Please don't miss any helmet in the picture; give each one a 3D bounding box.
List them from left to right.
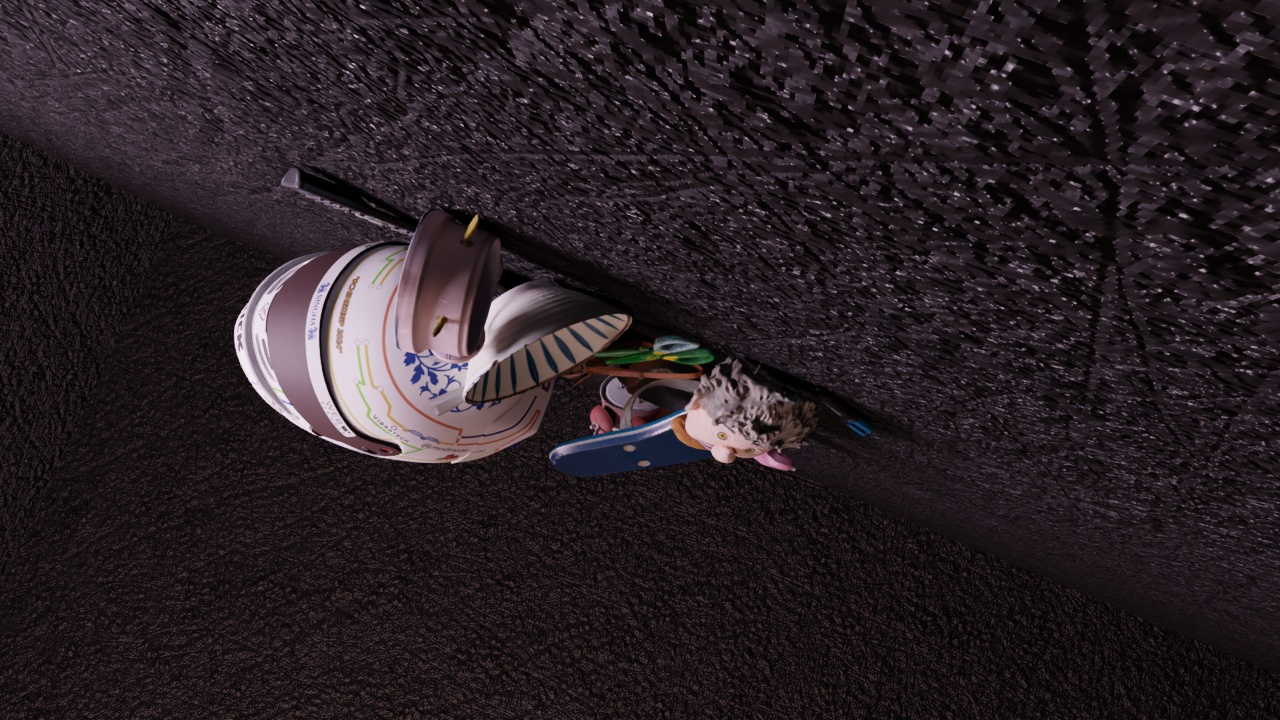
[{"bbox_3d":[-0.247,-0.010,0.987,0.314,0.230,0.237,22,157,-38],"label":"helmet"}]

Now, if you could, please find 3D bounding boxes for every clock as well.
[{"bbox_3d":[-0.154,-0.056,0.758,0.059,0.116,0.158,14,173,-1],"label":"clock"},{"bbox_3d":[-0.009,0.063,1.257,0.110,0.156,0.062,13,128,25],"label":"clock"}]

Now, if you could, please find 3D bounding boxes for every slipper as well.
[{"bbox_3d":[0.035,0.071,1.030,0.295,0.060,0.118,-16,145,20],"label":"slipper"}]

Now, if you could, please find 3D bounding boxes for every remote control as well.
[{"bbox_3d":[-0.258,-0.142,0.852,0.140,0.021,0.045,21,179,-41],"label":"remote control"}]

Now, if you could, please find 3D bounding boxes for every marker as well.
[{"bbox_3d":[0.195,0.050,0.885,0.018,0.015,0.123,24,175,41],"label":"marker"}]

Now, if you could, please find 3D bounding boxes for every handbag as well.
[{"bbox_3d":[-0.006,0.006,0.975,0.196,0.043,0.093,11,-153,44],"label":"handbag"}]

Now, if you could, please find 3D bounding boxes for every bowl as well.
[{"bbox_3d":[-0.102,-0.029,0.877,0.071,0.177,0.177,63,-178,10],"label":"bowl"}]

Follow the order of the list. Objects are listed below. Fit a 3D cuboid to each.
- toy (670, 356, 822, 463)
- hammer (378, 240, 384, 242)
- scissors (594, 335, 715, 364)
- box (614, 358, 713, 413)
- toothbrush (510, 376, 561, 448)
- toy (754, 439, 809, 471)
[{"bbox_3d":[0.091,0.060,0.892,0.132,0.076,0.176,30,150,-17],"label":"toy"},{"bbox_3d":[-0.206,-0.080,1.207,0.326,0.036,0.140,22,177,7],"label":"hammer"},{"bbox_3d":[0.005,-0.009,0.893,0.132,0.013,0.078,-2,161,21],"label":"scissors"},{"bbox_3d":[0.078,0.031,1.102,0.217,0.094,0.121,25,147,-27],"label":"box"},{"bbox_3d":[-0.106,0.027,1.085,0.016,0.186,0.011,22,149,13],"label":"toothbrush"},{"bbox_3d":[0.158,0.101,1.318,0.157,0.067,0.123,27,176,-1],"label":"toy"}]
